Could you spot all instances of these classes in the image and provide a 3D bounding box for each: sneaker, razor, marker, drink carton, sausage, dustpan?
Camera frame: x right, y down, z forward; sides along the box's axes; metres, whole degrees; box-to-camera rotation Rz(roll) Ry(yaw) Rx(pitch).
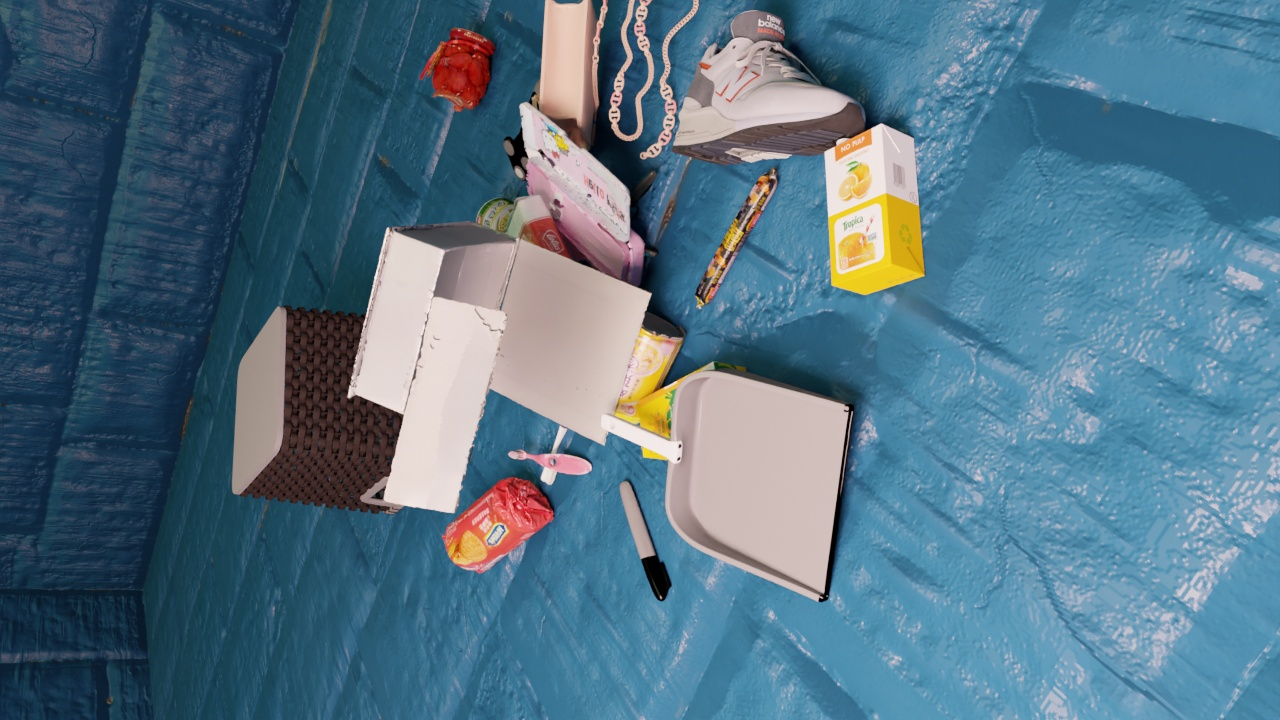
[{"bbox_3d":[0.108,-0.249,0.818,0.240,0.088,0.124,8,91,58],"label":"sneaker"},{"bbox_3d":[-0.133,-0.314,1.203,0.057,0.060,0.156,-23,43,62],"label":"razor"},{"bbox_3d":[0.004,0.178,0.921,0.022,0.016,0.138,-28,53,11],"label":"marker"},{"bbox_3d":[0.048,0.051,0.867,0.123,0.041,0.058,-29,59,47],"label":"drink carton"},{"bbox_3d":[0.089,-0.114,0.870,0.156,0.020,0.020,-61,39,24],"label":"sausage"},{"bbox_3d":[0.059,0.085,0.791,0.258,0.033,0.163,19,110,46],"label":"dustpan"},{"bbox_3d":[0.183,-0.121,0.724,0.059,0.040,0.122,-18,67,51],"label":"drink carton"}]

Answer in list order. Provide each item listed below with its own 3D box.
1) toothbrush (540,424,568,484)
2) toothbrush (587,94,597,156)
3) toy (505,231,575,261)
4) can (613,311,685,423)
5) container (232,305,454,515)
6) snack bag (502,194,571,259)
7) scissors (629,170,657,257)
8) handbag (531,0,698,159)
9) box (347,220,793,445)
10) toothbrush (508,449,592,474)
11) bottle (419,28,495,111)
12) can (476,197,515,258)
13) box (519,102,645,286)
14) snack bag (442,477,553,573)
[{"bbox_3d":[-0.080,0.060,1.068,0.017,0.012,0.187,32,108,39],"label":"toothbrush"},{"bbox_3d":[-0.062,-0.268,1.119,0.022,0.017,0.135,-13,71,38],"label":"toothbrush"},{"bbox_3d":[-0.106,-0.154,1.111,0.095,0.099,0.053,-58,0,-8],"label":"toy"},{"bbox_3d":[-0.006,0.005,0.929,0.067,0.067,0.105,49,120,48],"label":"can"},{"bbox_3d":[-0.449,0.077,1.372,0.248,0.243,0.245,-35,55,45],"label":"container"},{"bbox_3d":[-0.090,-0.073,1.023,0.225,0.041,0.078,66,154,15],"label":"snack bag"},{"bbox_3d":[-0.015,-0.143,1.024,0.149,0.019,0.118,-46,49,43],"label":"scissors"},{"bbox_3d":[-0.025,-0.316,1.056,0.187,0.116,0.198,3,86,10],"label":"handbag"},{"bbox_3d":[-0.064,-0.021,0.946,0.165,0.445,0.167,46,122,59],"label":"box"},{"bbox_3d":[-0.106,0.116,1.066,0.135,0.016,0.021,4,92,43],"label":"toothbrush"},{"bbox_3d":[-0.278,-0.441,1.397,0.099,0.098,0.111,20,93,54],"label":"bottle"},{"bbox_3d":[-0.161,-0.168,1.188,0.121,0.067,0.067,31,107,52],"label":"can"},{"bbox_3d":[-0.065,-0.178,0.998,0.201,0.041,0.154,45,148,31],"label":"box"},{"bbox_3d":[-0.171,0.197,1.107,0.177,0.082,0.082,-41,51,41],"label":"snack bag"}]
